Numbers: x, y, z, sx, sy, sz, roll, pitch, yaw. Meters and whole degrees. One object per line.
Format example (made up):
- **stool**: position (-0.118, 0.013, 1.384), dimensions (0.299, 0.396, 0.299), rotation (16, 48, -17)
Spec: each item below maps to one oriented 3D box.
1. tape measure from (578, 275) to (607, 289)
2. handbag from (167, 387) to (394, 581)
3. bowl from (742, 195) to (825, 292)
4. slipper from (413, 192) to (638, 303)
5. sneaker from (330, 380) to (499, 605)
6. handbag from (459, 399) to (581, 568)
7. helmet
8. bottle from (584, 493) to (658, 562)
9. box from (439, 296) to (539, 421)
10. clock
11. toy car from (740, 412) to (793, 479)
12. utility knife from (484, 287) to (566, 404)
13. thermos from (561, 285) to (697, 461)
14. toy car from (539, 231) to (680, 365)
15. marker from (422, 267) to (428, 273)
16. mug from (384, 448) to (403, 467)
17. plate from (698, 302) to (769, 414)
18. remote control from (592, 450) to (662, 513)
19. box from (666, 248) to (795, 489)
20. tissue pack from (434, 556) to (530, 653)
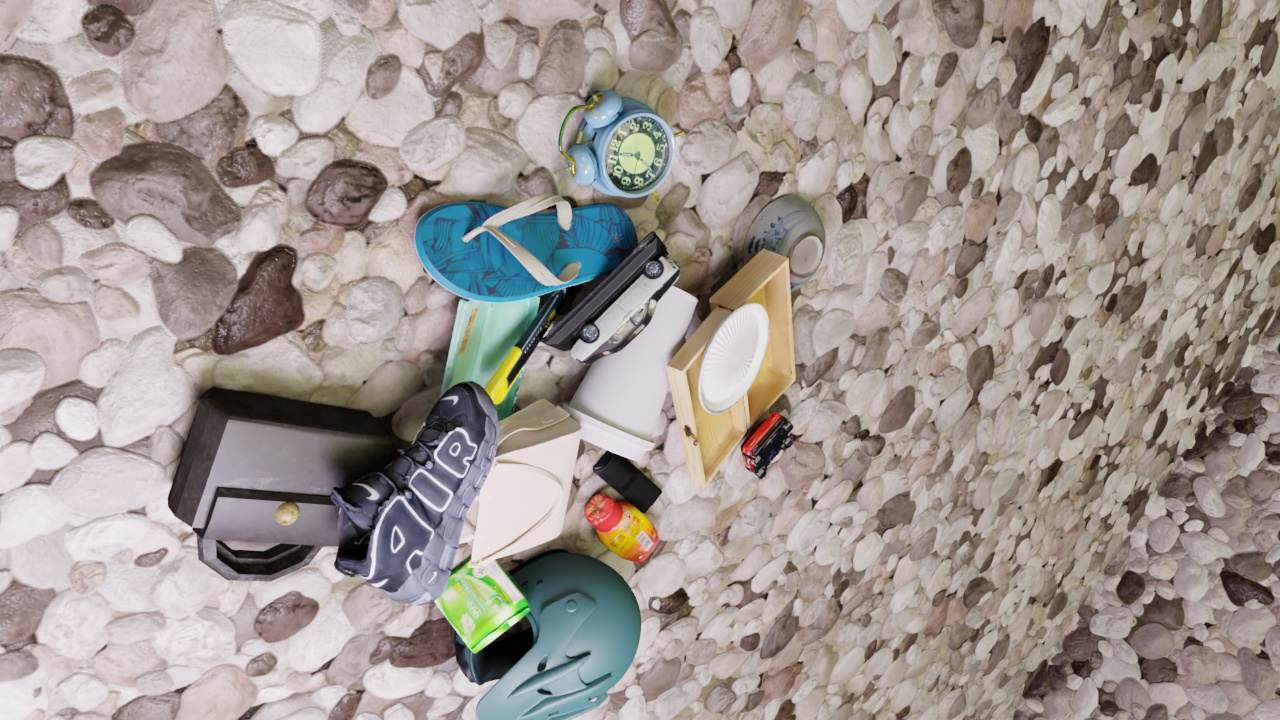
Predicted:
- **tape measure**: position (-0.054, -0.119, 1.154), dimensions (0.062, 0.020, 0.060), rotation (5, 109, -39)
- **handbag**: position (-0.392, 0.148, 0.980), dimensions (0.197, 0.102, 0.199), rotation (13, 104, -41)
- **bowl**: position (0.221, -0.157, 1.320), dimensions (0.150, 0.057, 0.151), rotation (-18, 123, -30)
- **slipper**: position (-0.112, -0.132, 1.053), dimensions (0.294, 0.060, 0.118), rotation (-11, 94, -36)
- **sneaker**: position (-0.254, 0.129, 0.974), dimensions (0.150, 0.097, 0.252), rotation (25, 81, -51)
- **handbag**: position (-0.178, 0.162, 1.125), dimensions (0.197, 0.101, 0.195), rotation (-21, 134, -43)
- **helmet**: position (-0.122, 0.391, 1.246), dimensions (0.274, 0.200, 0.177), rotation (-31, 128, -21)
- **bottle**: position (-0.029, 0.243, 1.342), dimensions (0.071, 0.048, 0.134), rotation (-49, 132, -7)
- **box**: position (-0.191, 0.008, 1.098), dimensions (0.138, 0.052, 0.187), rotation (-4, 115, -51)
- **clock**: position (-0.029, -0.252, 1.079), dimensions (0.161, 0.060, 0.118), rotation (7, 110, -35)
- **toy car**: position (0.190, 0.128, 1.404), dimensions (0.081, 0.056, 0.189), rotation (-49, 164, -7)
- **utility knife**: position (-0.135, -0.023, 1.109), dimensions (0.172, 0.020, 0.029), rotation (-58, 153, -13)
- **thermos**: position (-0.007, 0.007, 1.195), dimensions (0.131, 0.132, 0.222), rotation (25, 89, -42)
- **toy car**: position (-0.024, -0.062, 1.127), dimensions (0.192, 0.071, 0.094), rotation (-44, 170, 4)
- **marker**: position (-0.187, -0.113, 1.059), dimensions (0.133, 0.015, 0.018), rotation (-11, 138, -33)
- **mug**: position (-0.284, 0.151, 1.070), dimensions (0.114, 0.087, 0.088), rotation (28, 78, -84)
- **plate**: position (0.120, -0.003, 1.199), dimensions (0.156, 0.014, 0.157), rotation (-33, 136, -40)
- **remote control**: position (-0.015, 0.178, 1.339), dimensions (0.045, 0.021, 0.140), rotation (-48, 134, -5)
- **box**: position (0.131, 0.015, 1.281), dimensions (0.252, 0.068, 0.247), rotation (-51, 145, -32)
- **tissue pack**: position (-0.209, 0.313, 1.203), dimensions (0.099, 0.114, 0.034), rotation (-37, 146, -17)
